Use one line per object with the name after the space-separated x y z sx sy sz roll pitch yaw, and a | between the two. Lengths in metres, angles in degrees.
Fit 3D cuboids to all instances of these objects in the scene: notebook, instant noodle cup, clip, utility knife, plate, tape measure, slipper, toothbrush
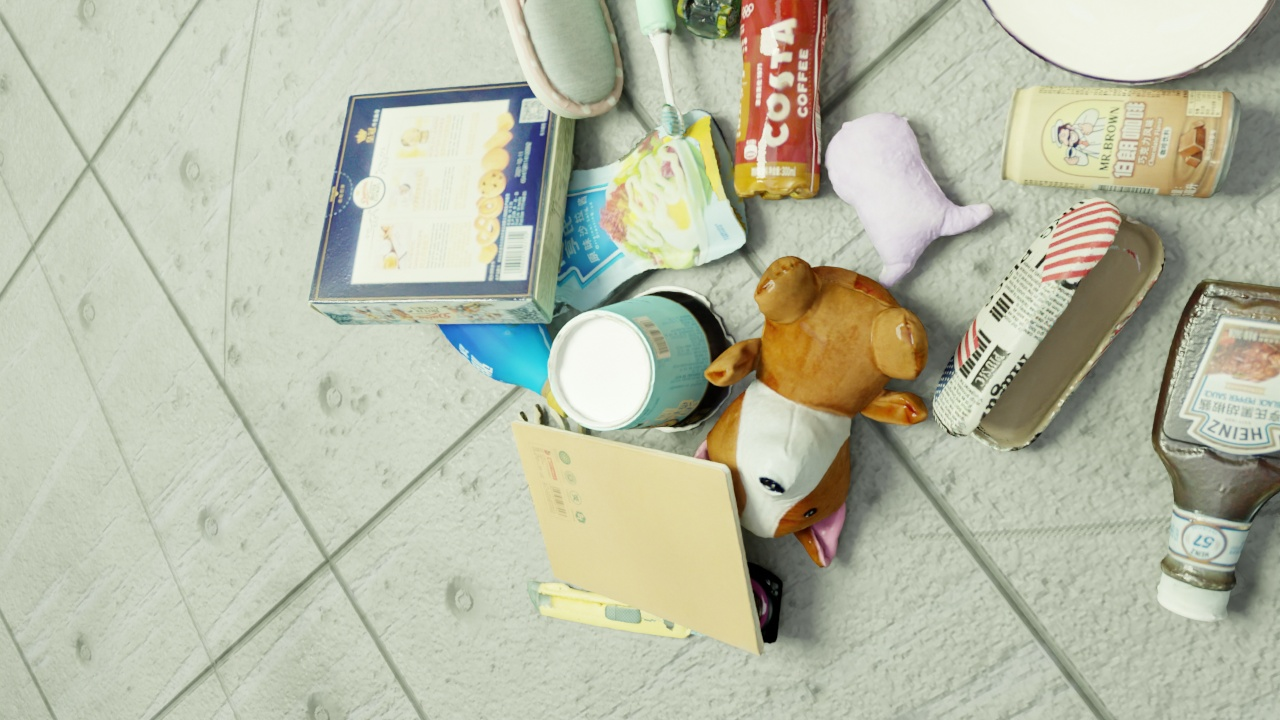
-0.008 0.123 0.665 0.208 0.008 0.148 7 119 42 | notebook
-0.004 0.004 0.645 0.111 0.120 0.111 3 96 25 | instant noodle cup
-0.073 0.081 0.737 0.082 0.034 0.104 0 103 23 | clip
-0.005 0.199 0.727 0.199 0.021 0.031 1 95 21 | utility knife
0.253 -0.240 0.485 0.039 0.193 0.192 -39 75 -15 | plate
0.073 0.175 0.666 0.058 0.039 0.057 7 86 23 | tape measure
-0.062 -0.311 0.653 0.055 0.114 0.274 -8 94 50 | slipper
0.008 -0.265 0.654 0.027 0.027 0.224 -12 84 31 | toothbrush

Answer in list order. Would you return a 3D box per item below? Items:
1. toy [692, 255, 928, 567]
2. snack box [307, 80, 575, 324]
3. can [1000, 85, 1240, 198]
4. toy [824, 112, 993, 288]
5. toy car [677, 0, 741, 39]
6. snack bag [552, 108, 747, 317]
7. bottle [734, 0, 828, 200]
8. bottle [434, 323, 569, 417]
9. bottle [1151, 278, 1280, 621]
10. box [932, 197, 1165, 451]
0.106 0.039 0.603 0.140 0.130 0.200 26 115 9 | toy
-0.147 -0.119 0.693 0.183 0.046 0.177 0 72 16 | snack box
0.275 -0.128 0.533 0.116 0.058 0.058 10 99 25 | can
0.165 -0.113 0.597 0.084 0.038 0.108 -34 80 24 | toy
0.057 -0.270 0.634 0.043 0.036 0.091 28 117 25 | toy car
-0.017 -0.104 0.688 0.191 0.038 0.110 -19 90 28 | snack bag
0.095 -0.197 0.613 0.057 0.057 0.175 5 97 25 | bottle
-0.125 -0.033 0.722 0.219 0.065 0.065 40 110 22 | bottle
0.338 0.053 0.529 0.080 0.044 0.195 12 101 25 | bottle
0.233 -0.021 0.549 0.076 0.087 0.163 44 115 32 | box
